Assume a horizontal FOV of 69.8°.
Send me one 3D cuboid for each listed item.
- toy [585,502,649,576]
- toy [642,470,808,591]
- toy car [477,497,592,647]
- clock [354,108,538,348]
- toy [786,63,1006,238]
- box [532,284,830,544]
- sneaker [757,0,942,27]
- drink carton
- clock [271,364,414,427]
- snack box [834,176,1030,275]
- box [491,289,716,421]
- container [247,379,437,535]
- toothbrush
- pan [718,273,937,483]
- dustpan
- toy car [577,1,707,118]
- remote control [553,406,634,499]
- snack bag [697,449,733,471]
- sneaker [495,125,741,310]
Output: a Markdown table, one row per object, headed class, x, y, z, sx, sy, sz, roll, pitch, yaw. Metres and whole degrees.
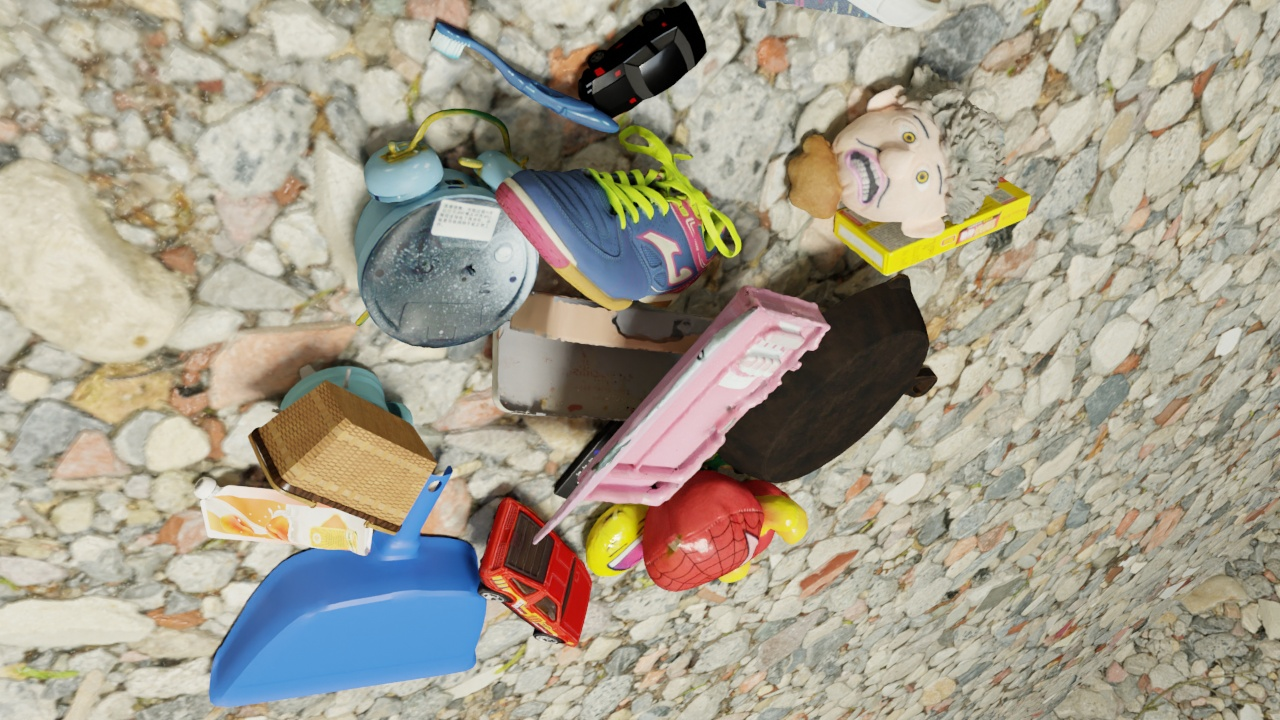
| class | x | y | z | sx | sy | sz | roll | pitch | yaw |
| --- | --- | --- | --- | --- | --- | --- | --- | --- | --- |
| toy | -0.015 | 0.175 | 0.912 | 0.095 | 0.041 | 0.094 | -39 | 143 | -11 |
| toy | 0.076 | 0.167 | 0.899 | 0.148 | 0.098 | 0.216 | -45 | 153 | 16 |
| toy car | -0.091 | 0.200 | 0.845 | 0.056 | 0.081 | 0.189 | 0 | 145 | 22 |
| clock | -0.124 | -0.082 | 0.593 | 0.118 | 0.060 | 0.162 | 1 | 125 | -35 |
| toy | 0.201 | -0.158 | 0.720 | 0.176 | 0.076 | 0.132 | -16 | 92 | 1 |
| box | 0.022 | 0.039 | 0.694 | 0.179 | 0.059 | 0.233 | -7 | 144 | -54 |
| sneaker | 0.101 | -0.261 | 0.586 | 0.235 | 0.087 | 0.079 | 2 | 160 | -39 |
| drink carton | -0.264 | 0.117 | 0.682 | 0.122 | 0.038 | 0.069 | 7 | 132 | -8 |
| clock | -0.214 | 0.051 | 0.674 | 0.087 | 0.042 | 0.123 | -30 | 143 | -8 |
| snack box | 0.252 | -0.126 | 0.794 | 0.152 | 0.075 | 0.025 | -22 | 134 | -15 |
| box | -0.001 | -0.009 | 0.719 | 0.216 | 0.094 | 0.108 | 7 | 157 | -38 |
| container | -0.194 | 0.064 | 0.620 | 0.061 | 0.063 | 0.114 | -47 | 141 | 2 |
| toothbrush | -0.069 | -0.171 | 0.569 | 0.132 | 0.021 | 0.016 | 23 | 125 | -31 |
| pan | 0.216 | 0.032 | 0.884 | 0.355 | 0.043 | 0.249 | 1 | 132 | -50 |
| dustpan | -0.211 | 0.188 | 0.781 | 0.245 | 0.059 | 0.258 | 4 | 133 | -36 |
| toy car | 0.002 | -0.191 | 0.597 | 0.092 | 0.036 | 0.042 | -37 | 138 | 0 |
| remote control | -0.031 | 0.081 | 0.839 | 0.125 | 0.010 | 0.039 | -46 | 137 | 11 |
| snack bag | 0.099 | 0.070 | 0.903 | 0.155 | 0.044 | 0.087 | -48 | 146 | 21 |
| sneaker | -0.008 | -0.099 | 0.600 | 0.091 | 0.116 | 0.241 | -42 | 166 | 16 |
